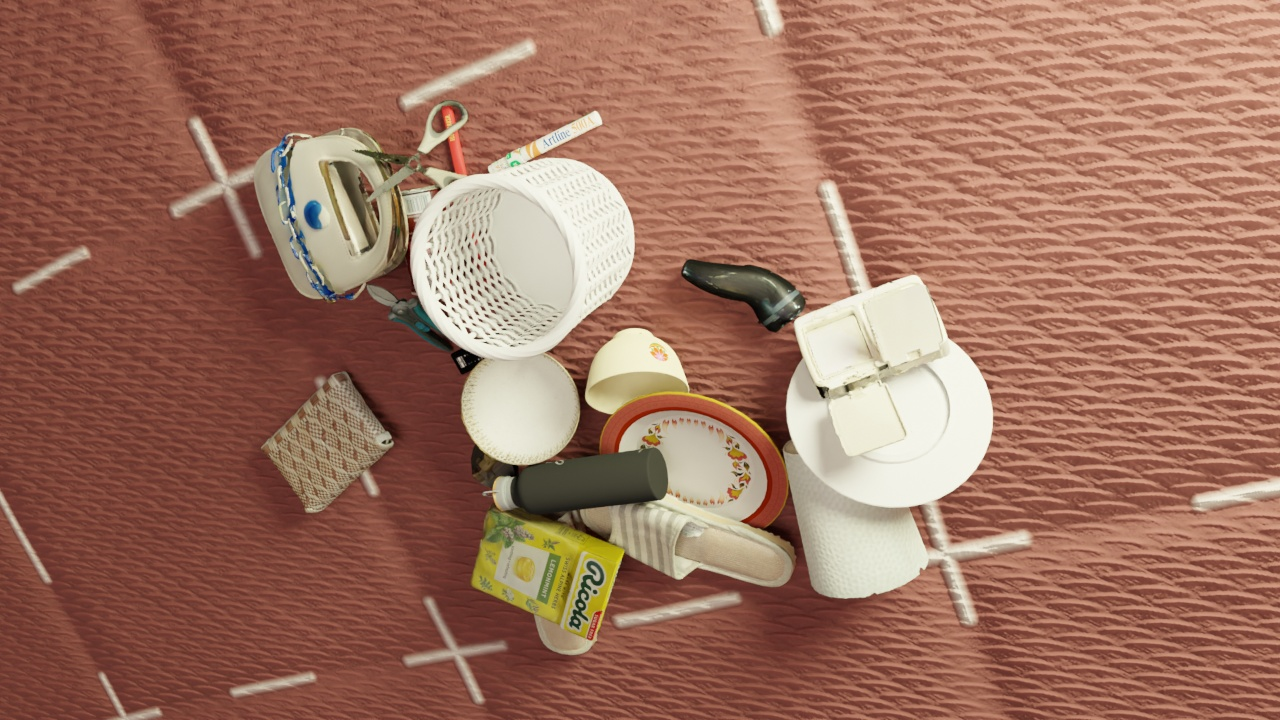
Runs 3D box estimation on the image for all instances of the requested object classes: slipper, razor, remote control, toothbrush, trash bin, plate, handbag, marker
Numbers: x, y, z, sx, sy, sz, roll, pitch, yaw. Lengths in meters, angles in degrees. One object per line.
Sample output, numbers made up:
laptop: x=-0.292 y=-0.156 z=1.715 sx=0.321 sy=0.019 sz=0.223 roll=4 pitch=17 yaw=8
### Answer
slipper: x=0.053 y=0.219 z=1.115 sx=0.273 sy=0.053 sz=0.115 roll=16 pitch=134 yaw=10
razor: x=0.111 y=-0.075 z=1.009 sx=0.140 sy=0.053 sz=0.064 roll=18 pitch=105 yaw=12
remote control: x=-0.175 y=-0.021 z=1.139 sx=0.140 sy=0.009 sz=0.030 roll=-24 pitch=100 yaw=23
slipper: x=-0.113 y=0.276 z=1.200 sx=0.115 sy=0.052 sz=0.263 roll=-2 pitch=108 yaw=19
toothbrush: x=-0.209 y=-0.193 z=1.086 sx=0.012 sy=0.017 sz=0.213 roll=-4 pitch=107 yaw=18
trash bin: x=0.231 y=0.158 z=1.015 sx=0.133 sy=0.133 sz=0.161 roll=-15 pitch=98 yaw=21
plate: x=0.257 y=0.049 z=0.953 sx=0.209 sy=0.015 sz=0.208 roll=-3 pitch=67 yaw=8
handbag: x=-0.357 y=-0.171 z=1.070 sx=0.200 sy=0.092 sz=0.201 roll=-12 pitch=103 yaw=39
plate: x=0.063 y=0.124 z=1.086 sx=0.230 sy=0.021 sz=0.230 roll=11 pitch=129 yaw=14
marker: x=-0.110 y=-0.244 z=1.039 sx=0.146 sy=0.017 sz=0.017 roll=-20 pitch=101 yaw=22
handbag: x=-0.423 y=0.113 z=1.244 sx=0.186 sy=0.046 sz=0.124 roll=-39 pitch=86 yaw=24

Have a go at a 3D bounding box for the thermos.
thermos: x=-0.085 y=0.149 z=1.094 sx=0.232 sy=0.061 sz=0.061 roll=-10 pitch=105 yaw=22

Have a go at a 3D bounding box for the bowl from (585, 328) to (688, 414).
bowl: x=-0.006 y=0.006 z=1.056 sx=0.118 sy=0.118 sz=0.074 roll=-16 pitch=61 yaw=21

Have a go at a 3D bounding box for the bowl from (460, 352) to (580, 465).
bowl: x=-0.139 y=0.051 z=1.117 sx=0.145 sy=0.063 sz=0.145 roll=1 pitch=98 yaw=10

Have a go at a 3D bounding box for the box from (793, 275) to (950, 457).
box: x=0.234 y=-0.009 z=0.905 sx=0.144 sy=0.183 sz=0.099 roll=-22 pitch=143 yaw=11

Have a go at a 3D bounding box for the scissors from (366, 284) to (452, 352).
scissors: x=-0.266 y=-0.053 z=1.108 sx=0.139 sy=0.019 sz=0.136 roll=0 pitch=142 yaw=-7

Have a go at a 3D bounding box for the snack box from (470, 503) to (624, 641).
snack box: x=-0.122 y=0.260 z=1.145 sx=0.181 sy=0.045 sz=0.121 roll=21 pitch=109 yaw=10

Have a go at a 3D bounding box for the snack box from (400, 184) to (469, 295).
snack box: x=-0.249 y=-0.143 z=1.087 sx=0.072 sy=0.072 sz=0.121 roll=-5 pitch=106 yaw=18

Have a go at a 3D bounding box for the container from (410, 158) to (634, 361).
container: x=-0.120 y=-0.116 z=0.992 sx=0.189 sy=0.186 sz=0.189 roll=5 pitch=110 yaw=15

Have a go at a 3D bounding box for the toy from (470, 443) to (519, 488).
toy: x=-0.172 y=0.114 z=1.163 sx=0.100 sy=0.062 sz=0.076 roll=-48 pitch=68 yaw=8

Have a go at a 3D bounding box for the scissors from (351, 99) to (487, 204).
scissors: x=-0.238 y=-0.226 z=1.034 sx=0.013 sy=0.171 sz=0.157 roll=4 pitch=69 yaw=49
